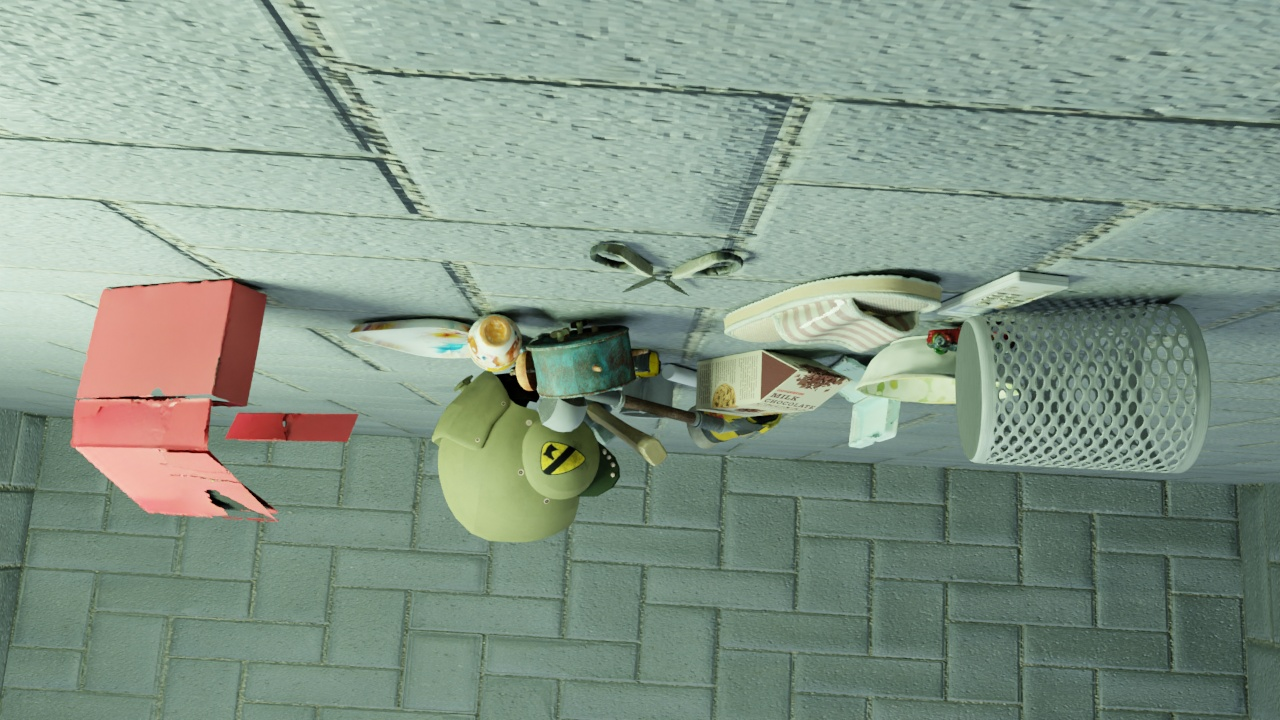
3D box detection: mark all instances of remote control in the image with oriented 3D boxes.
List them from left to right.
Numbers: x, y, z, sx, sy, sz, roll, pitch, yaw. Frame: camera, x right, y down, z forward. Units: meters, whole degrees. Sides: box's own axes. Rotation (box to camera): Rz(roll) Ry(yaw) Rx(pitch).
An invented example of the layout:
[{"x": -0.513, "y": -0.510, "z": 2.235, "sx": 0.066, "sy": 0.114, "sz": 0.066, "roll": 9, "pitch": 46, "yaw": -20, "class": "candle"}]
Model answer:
[{"x": 0.329, "y": -0.058, "z": 0.845, "sx": 0.050, "sy": 0.011, "sz": 0.136, "roll": 5, "pitch": 170, "yaw": -11, "class": "remote control"}]

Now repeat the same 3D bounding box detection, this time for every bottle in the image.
[{"x": -0.168, "y": -0.024, "z": 1.059, "sx": 0.063, "sy": 0.063, "sz": 0.109, "roll": 5, "pitch": 169, "yaw": -9, "class": "bottle"}]

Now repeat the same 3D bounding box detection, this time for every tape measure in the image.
[{"x": -0.007, "y": 0.007, "z": 1.260, "sx": 0.065, "sy": 0.037, "sz": 0.064, "roll": 2, "pitch": 171, "yaw": 8, "class": "tape measure"}]

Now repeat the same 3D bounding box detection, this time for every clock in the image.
[{"x": -0.081, "y": -0.005, "z": 1.054, "sx": 0.158, "sy": 0.073, "sz": 0.121, "roll": -4, "pitch": -169, "yaw": 35, "class": "clock"}]

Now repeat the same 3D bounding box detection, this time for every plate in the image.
[{"x": -0.263, "y": -0.029, "z": 1.195, "sx": 0.187, "sy": 0.016, "sz": 0.186, "roll": -2, "pitch": 169, "yaw": 30, "class": "plate"}]

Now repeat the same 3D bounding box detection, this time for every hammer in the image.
[{"x": -0.035, "y": 0.096, "z": 1.337, "sx": 0.051, "sy": 0.117, "sz": 0.323, "roll": -37, "pitch": -161, "yaw": -11, "class": "hammer"}, {"x": 0.003, "y": 0.059, "z": 1.211, "sx": 0.321, "sy": 0.156, "sz": 0.043, "roll": 16, "pitch": 121, "yaw": -31, "class": "hammer"}]

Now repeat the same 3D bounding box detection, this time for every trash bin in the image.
[{"x": 0.402, "y": 0.027, "z": 0.864, "sx": 0.183, "sy": 0.156, "sz": 0.156, "roll": -1, "pitch": 170, "yaw": 10, "class": "trash bin"}]

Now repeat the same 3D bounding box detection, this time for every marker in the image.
[{"x": 0.078, "y": 0.027, "z": 1.391, "sx": 0.027, "sy": 0.023, "sz": 0.133, "roll": 15, "pitch": 179, "yaw": 38, "class": "marker"}]

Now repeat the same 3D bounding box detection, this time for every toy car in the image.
[{"x": 0.352, "y": -0.021, "z": 0.976, "sx": 0.091, "sy": 0.036, "sz": 0.042, "roll": 0, "pitch": 170, "yaw": 14, "class": "toy car"}]

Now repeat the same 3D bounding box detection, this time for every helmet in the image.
[{"x": -0.163, "y": 0.116, "z": 1.243, "sx": 0.232, "sy": 0.255, "sz": 0.251, "roll": 3, "pitch": 170, "yaw": -16, "class": "helmet"}]

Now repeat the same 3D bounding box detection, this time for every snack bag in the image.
[{"x": 0.176, "y": 0.030, "z": 1.238, "sx": 0.094, "sy": 0.069, "sz": 0.207, "roll": 10, "pitch": 168, "yaw": -33, "class": "snack bag"}]

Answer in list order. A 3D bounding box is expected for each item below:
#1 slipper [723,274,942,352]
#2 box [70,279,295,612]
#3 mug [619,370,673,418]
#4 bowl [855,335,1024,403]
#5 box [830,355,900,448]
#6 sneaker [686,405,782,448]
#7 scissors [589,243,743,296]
[{"x": 0.181, "y": -0.036, "z": 0.907, "sx": 0.115, "sy": 0.052, "sz": 0.264, "roll": 10, "pitch": 168, "yaw": -30, "class": "slipper"}, {"x": -0.515, "y": 0.101, "z": 1.012, "sx": 0.212, "sy": 0.378, "sz": 0.123, "roll": -2, "pitch": -174, "yaw": 24, "class": "box"}, {"x": 0.010, "y": 0.051, "z": 1.413, "sx": 0.084, "sy": 0.070, "sz": 0.113, "roll": 2, "pitch": 170, "yaw": 5, "class": "mug"}, {"x": 0.352, "y": 0.009, "z": 1.088, "sx": 0.189, "sy": 0.060, "sz": 0.219, "roll": -3, "pitch": 169, "yaw": 28, "class": "bowl"}, {"x": 0.301, "y": 0.060, "z": 1.275, "sx": 0.122, "sy": 0.078, "sz": 0.197, "roll": 43, "pitch": 172, "yaw": 7, "class": "box"}, {"x": 0.177, "y": 0.073, "z": 1.457, "sx": 0.122, "sy": 0.086, "sz": 0.238, "roll": -26, "pitch": 174, "yaw": 33, "class": "sneaker"}, {"x": 0.023, "y": -0.080, "z": 0.819, "sx": 0.158, "sy": 0.012, "sz": 0.170, "roll": -2, "pitch": 169, "yaw": 35, "class": "scissors"}]
